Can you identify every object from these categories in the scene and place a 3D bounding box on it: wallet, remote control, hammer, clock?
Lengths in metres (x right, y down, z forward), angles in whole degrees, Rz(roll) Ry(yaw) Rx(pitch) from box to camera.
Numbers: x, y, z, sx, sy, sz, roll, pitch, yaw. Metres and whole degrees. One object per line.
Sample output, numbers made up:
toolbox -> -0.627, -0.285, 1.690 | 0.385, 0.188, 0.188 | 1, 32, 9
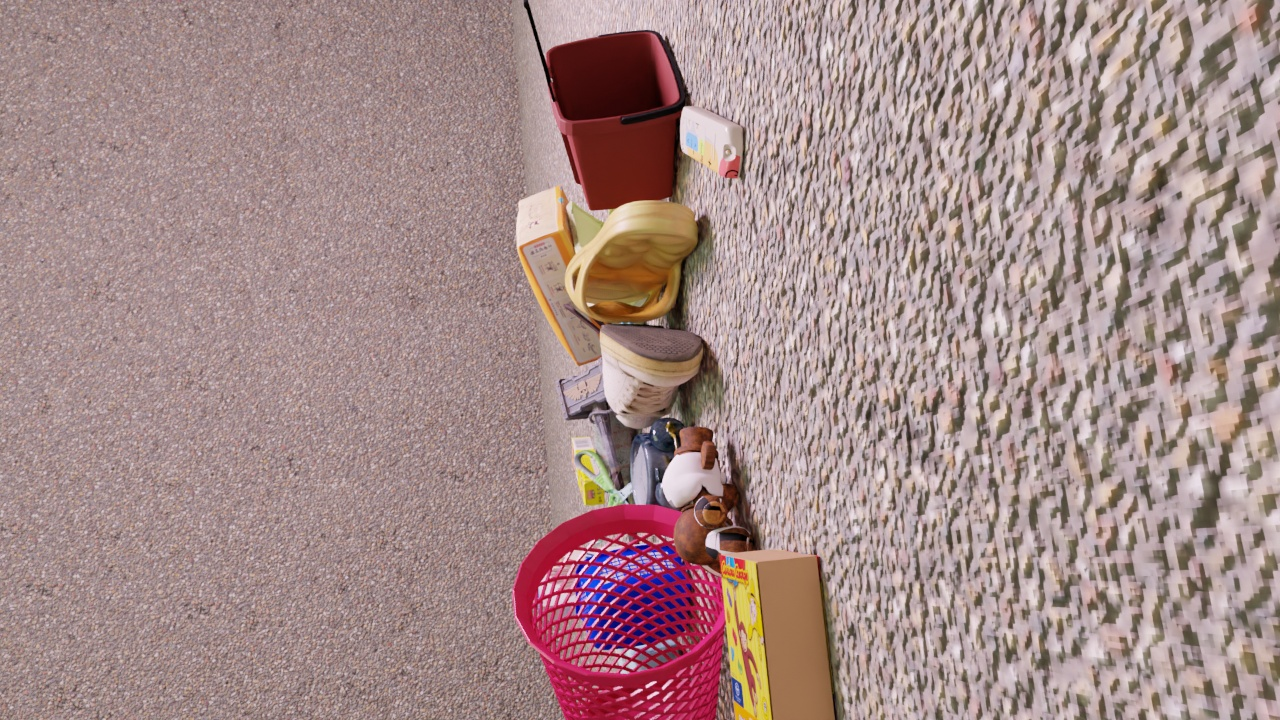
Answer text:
wallet -> -0.043, -0.033, 1.120 | 0.115, 0.018, 0.091 | 43, 177, -12
remote control -> 0.055, -0.172, 0.715 | 0.125, 0.018, 0.038 | -120, 28, -64
hammer -> -0.024, 0.162, 1.130 | 0.099, 0.044, 0.321 | -26, 73, 41
clock -> 0.026, 0.106, 0.889 | 0.130, 0.052, 0.090 | 123, 142, -66

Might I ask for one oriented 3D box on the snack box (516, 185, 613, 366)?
snack box -> -0.102, -0.111, 1.221 | 0.145, 0.081, 0.195 | -100, -12, -57

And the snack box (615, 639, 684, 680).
snack box -> 0.009, 0.349, 1.036 | 0.175, 0.053, 0.075 | 136, 121, -78

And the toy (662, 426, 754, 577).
toy -> 0.051, 0.110, 0.729 | 0.087, 0.067, 0.112 | 109, 165, -65

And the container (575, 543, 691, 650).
container -> -0.005, 0.245, 0.937 | 0.058, 0.114, 0.096 | -121, 28, -57

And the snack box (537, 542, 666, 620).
snack box -> -0.043, 0.249, 1.038 | 0.081, 0.150, 0.026 | -108, 18, -54

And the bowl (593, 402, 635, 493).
bowl -> -0.035, 0.101, 1.254 | 0.157, 0.038, 0.157 | 175, 91, -80

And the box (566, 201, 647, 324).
box -> -0.031, -0.125, 1.128 | 0.078, 0.089, 0.187 | 67, -173, -52

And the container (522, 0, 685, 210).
container -> -0.030, -0.255, 0.847 | 0.201, 0.127, 0.148 | 83, 176, -48

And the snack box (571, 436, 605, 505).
snack box -> -0.075, 0.154, 1.296 | 0.148, 0.029, 0.040 | -121, 29, -69

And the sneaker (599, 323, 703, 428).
sneaker -> 0.000, 0.018, 0.878 | 0.241, 0.089, 0.102 | -144, 57, -81

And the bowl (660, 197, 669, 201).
bowl -> 0.000, -0.149, 0.964 | 0.110, 0.040, 0.110 | 175, 91, -80

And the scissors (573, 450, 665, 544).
scissors -> -0.028, 0.171, 1.101 | 0.171, 0.023, 0.169 | 39, 116, 38

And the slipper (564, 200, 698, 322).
slipper -> -0.010, -0.077, 0.882 | 0.264, 0.099, 0.078 | 139, 132, -72

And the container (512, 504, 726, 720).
container -> -0.004, 0.273, 0.812 | 0.183, 0.183, 0.226 | -108, 10, -55

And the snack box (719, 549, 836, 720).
snack box -> 0.088, 0.189, 0.592 | 0.088, 0.040, 0.125 | 137, 129, -77
